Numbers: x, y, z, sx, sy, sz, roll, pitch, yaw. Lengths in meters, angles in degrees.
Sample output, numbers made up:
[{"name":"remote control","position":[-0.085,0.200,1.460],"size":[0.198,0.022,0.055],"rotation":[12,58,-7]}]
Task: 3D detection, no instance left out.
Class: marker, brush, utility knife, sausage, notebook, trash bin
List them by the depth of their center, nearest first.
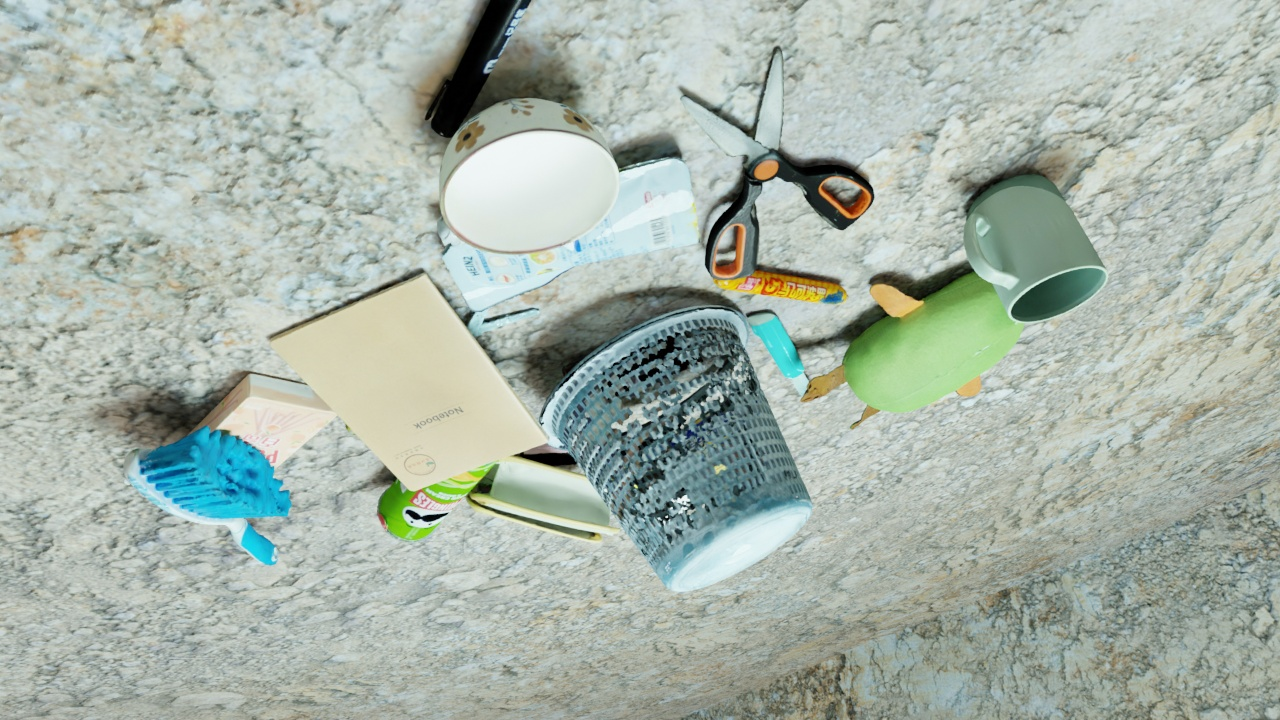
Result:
[{"name":"marker","position":[-0.091,-0.180,0.527],"size":[0.022,0.020,0.132],"rotation":[31,136,-15]},{"name":"notebook","position":[-0.190,0.028,0.782],"size":[0.148,0.008,0.208],"rotation":[-21,130,12]},{"name":"sausage","position":[0.129,-0.067,0.829],"size":[0.165,0.021,0.022],"rotation":[5,146,-32]},{"name":"trash bin","position":[0.048,0.093,0.846],"size":[0.226,0.195,0.227],"rotation":[-24,155,-13]},{"name":"brush","position":[-0.381,0.143,0.876],"size":[0.109,0.060,0.315],"rotation":[-10,153,5]},{"name":"utility knife","position":[0.151,-0.003,0.961],"size":[0.029,0.013,0.209],"rotation":[-22,148,13]}]

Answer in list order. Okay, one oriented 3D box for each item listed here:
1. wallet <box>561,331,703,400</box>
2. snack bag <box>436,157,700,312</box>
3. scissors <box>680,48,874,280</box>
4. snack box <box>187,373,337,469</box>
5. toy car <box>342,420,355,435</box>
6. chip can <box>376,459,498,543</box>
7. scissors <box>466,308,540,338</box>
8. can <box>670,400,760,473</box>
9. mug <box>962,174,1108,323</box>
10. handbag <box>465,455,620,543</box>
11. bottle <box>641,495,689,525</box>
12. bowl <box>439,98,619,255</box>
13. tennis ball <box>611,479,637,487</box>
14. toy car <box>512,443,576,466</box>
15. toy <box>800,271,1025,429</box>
[{"name":"wallet","position":[-0.005,0.005,0.898],"size":[0.122,0.020,0.096],"rotation":[-22,156,10]},{"name":"snack bag","position":[-0.053,-0.093,0.680],"size":[0.191,0.038,0.110],"rotation":[-14,157,2]},{"name":"scissors","position":[0.102,-0.139,0.694],"size":[0.221,0.021,0.222],"rotation":[-4,144,-24]},{"name":"snack box","position":[-0.351,0.066,0.830],"size":[0.158,0.026,0.084],"rotation":[-35,146,32]},{"name":"toy car","position":[-0.239,0.055,0.853],"size":[0.043,0.036,0.091],"rotation":[-22,150,10]},{"name":"chip can","position":[-0.196,0.107,0.932],"size":[0.072,0.072,0.237],"rotation":[6,144,-34]},{"name":"scissors","position":[-0.149,-0.019,0.791],"size":[0.133,0.017,0.128],"rotation":[-17,150,-4]},{"name":"can","position":[0.092,0.098,1.076],"size":[0.074,0.049,0.149],"rotation":[14,140,-42]},{"name":"mug","position":[0.320,-0.097,0.778],"size":[0.111,0.106,0.082],"rotation":[-3,150,-22]},{"name":"handbag","position":[-0.115,0.162,1.031],"size":[0.163,0.063,0.179],"rotation":[18,160,-15]},{"name":"bottle","position":[0.032,0.177,1.173],"size":[0.063,0.063,0.109],"rotation":[5,146,-32]},{"name":"bowl","position":[-0.075,-0.126,0.584],"size":[0.113,0.062,0.114],"rotation":[-13,152,-7]},{"name":"tennis ball","position":[-0.017,0.125,1.055],"size":[0.065,0.065,0.066],"rotation":[-12,151,-7]},{"name":"toy car","position":[-0.096,0.097,1.000],"size":[0.122,0.037,0.056],"rotation":[-4,154,6]},{"name":"toy","position":[0.289,-0.010,0.939],"size":[0.247,0.089,0.227],"rotation":[-33,136,24]}]
